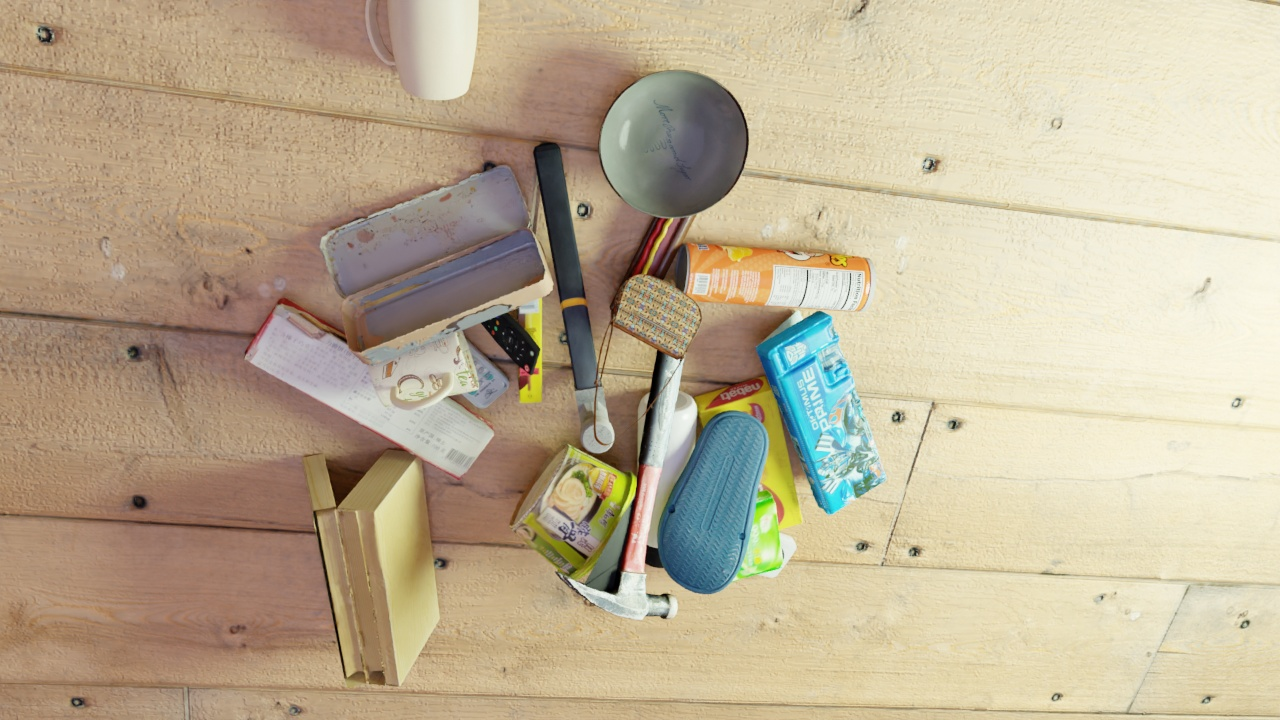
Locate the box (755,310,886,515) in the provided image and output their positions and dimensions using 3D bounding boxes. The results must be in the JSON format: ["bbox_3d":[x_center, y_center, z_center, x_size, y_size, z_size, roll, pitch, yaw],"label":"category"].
[{"bbox_3d":[0.209,0.061,1.084,0.091,0.066,0.243,-30,117,-10],"label":"box"}]

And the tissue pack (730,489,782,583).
[{"bbox_3d":[0.121,0.217,1.116,0.099,0.034,0.114,-15,119,-8],"label":"tissue pack"}]

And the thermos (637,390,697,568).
[{"bbox_3d":[0.044,0.147,1.109,0.101,0.068,0.230,-8,117,-19],"label":"thermos"}]

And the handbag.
[{"bbox_3d":[-0.005,0.006,0.940,0.093,0.195,0.043,28,151,-11],"label":"handbag"}]

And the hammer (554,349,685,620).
[{"bbox_3d":[0.002,0.113,0.993,0.140,0.036,0.326,14,84,-26],"label":"hammer"}]

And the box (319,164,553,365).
[{"bbox_3d":[-0.209,-0.099,0.937,0.216,0.063,0.157,-22,83,3],"label":"box"}]

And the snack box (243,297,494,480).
[{"bbox_3d":[-0.295,0.035,1.018,0.273,0.044,0.077,33,100,-21],"label":"snack box"}]

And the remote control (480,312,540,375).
[{"bbox_3d":[-0.148,-0.036,0.974,0.010,0.125,0.039,-21,145,-41],"label":"remote control"}]

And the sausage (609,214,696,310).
[{"bbox_3d":[0.014,-0.109,0.996,0.040,0.040,0.156,21,110,-17],"label":"sausage"}]

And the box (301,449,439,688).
[{"bbox_3d":[-0.319,0.242,1.064,0.148,0.140,0.249,-1,115,0],"label":"box"}]

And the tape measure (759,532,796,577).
[{"bbox_3d":[0.163,0.249,1.196,0.064,0.016,0.065,22,110,-17],"label":"tape measure"}]

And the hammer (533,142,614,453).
[{"bbox_3d":[-0.072,-0.070,0.965,0.035,0.139,0.313,-10,106,-4],"label":"hammer"}]

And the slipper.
[{"bbox_3d":[0.083,0.160,1.053,0.104,0.059,0.213,17,89,2],"label":"slipper"}]

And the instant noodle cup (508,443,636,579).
[{"bbox_3d":[-0.081,0.170,1.060,0.098,0.146,0.146,36,105,-11],"label":"instant noodle cup"}]

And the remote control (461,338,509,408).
[{"bbox_3d":[-0.206,-0.004,1.023,0.050,0.022,0.133,-40,114,11],"label":"remote control"}]

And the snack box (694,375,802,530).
[{"bbox_3d":[0.133,0.124,1.119,0.092,0.042,0.201,-16,116,-1],"label":"snack box"}]

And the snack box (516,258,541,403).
[{"bbox_3d":[-0.122,-0.032,1.000,0.025,0.061,0.149,-2,115,-9],"label":"snack box"}]

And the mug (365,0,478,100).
[{"bbox_3d":[-0.206,-0.307,0.857,0.111,0.085,0.104,17,126,14],"label":"mug"}]

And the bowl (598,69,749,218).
[{"bbox_3d":[0.030,-0.222,0.935,0.150,0.056,0.151,-3,112,-7],"label":"bowl"}]

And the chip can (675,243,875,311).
[{"bbox_3d":[0.148,-0.091,1.011,0.210,0.062,0.062,3,114,-10],"label":"chip can"}]

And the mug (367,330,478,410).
[{"bbox_3d":[-0.225,0.017,0.946,0.097,0.122,0.081,-18,124,-4],"label":"mug"}]
